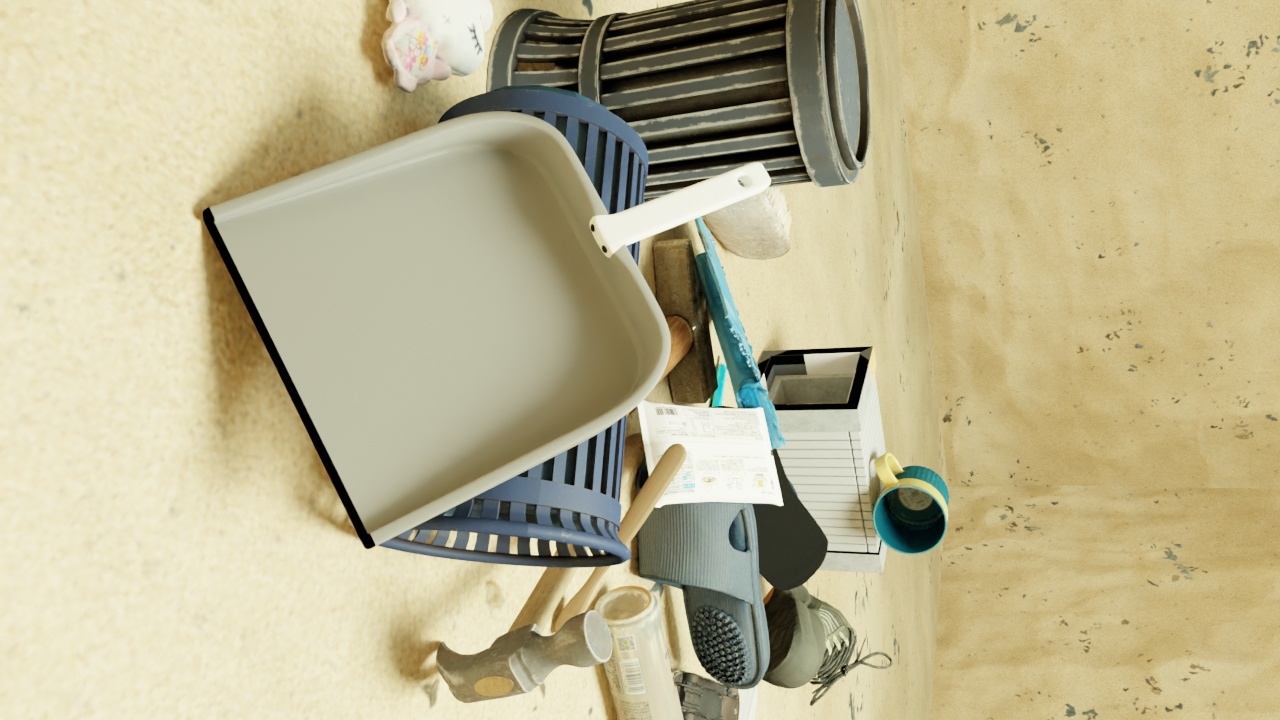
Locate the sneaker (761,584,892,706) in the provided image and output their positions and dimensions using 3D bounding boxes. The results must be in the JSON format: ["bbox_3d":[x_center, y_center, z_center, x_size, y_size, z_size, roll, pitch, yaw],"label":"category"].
[{"bbox_3d":[0.198,0.332,1.024,0.101,0.143,0.237,-55,174,7],"label":"sneaker"}]

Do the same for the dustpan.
[{"bbox_3d":[-0.044,-0.045,0.435,0.257,0.033,0.163,-25,83,-27],"label":"dustpan"}]

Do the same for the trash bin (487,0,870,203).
[{"bbox_3d":[0.035,-0.181,0.642,0.164,0.228,0.164,-2,90,-66],"label":"trash bin"}]

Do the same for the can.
[{"bbox_3d":[-0.001,0.251,0.741,0.054,0.054,0.136,-48,130,-58],"label":"can"}]

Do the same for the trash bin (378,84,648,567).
[{"bbox_3d":[-0.066,-0.019,0.514,0.139,0.139,0.249,39,51,-60],"label":"trash bin"}]

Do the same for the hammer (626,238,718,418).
[{"bbox_3d":[-0.005,0.004,0.775,0.299,0.037,0.158,-43,127,-60],"label":"hammer"}]

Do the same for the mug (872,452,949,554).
[{"bbox_3d":[0.320,0.162,1.101,0.113,0.083,0.107,59,25,4],"label":"mug"}]

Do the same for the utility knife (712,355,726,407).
[{"bbox_3d":[0.086,0.045,1.007,0.022,0.015,0.116,76,21,-56],"label":"utility knife"}]

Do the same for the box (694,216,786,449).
[{"bbox_3d":[0.082,-0.045,0.881,0.231,0.033,0.174,-100,170,-52],"label":"box"}]

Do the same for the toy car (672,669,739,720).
[{"bbox_3d":[0.056,0.327,0.874,0.112,0.041,0.048,33,56,-39],"label":"toy car"}]

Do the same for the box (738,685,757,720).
[{"bbox_3d":[0.093,0.431,0.981,0.209,0.034,0.129,-69,150,-44],"label":"box"}]

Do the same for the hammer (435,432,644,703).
[{"bbox_3d":[-0.041,0.116,0.626,0.031,0.119,0.330,61,20,-12],"label":"hammer"}]

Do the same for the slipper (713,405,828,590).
[{"bbox_3d":[0.107,0.142,0.981,0.109,0.083,0.265,-42,125,-7],"label":"slipper"}]

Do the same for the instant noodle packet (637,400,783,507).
[{"bbox_3d":[0.059,0.076,0.749,0.134,0.026,0.087,6,65,-34],"label":"instant noodle packet"}]

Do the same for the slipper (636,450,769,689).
[{"bbox_3d":[0.050,0.187,0.804,0.082,0.101,0.264,-32,113,-49],"label":"slipper"}]

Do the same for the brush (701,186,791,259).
[{"bbox_3d":[0.094,-0.183,0.958,0.271,0.083,0.056,42,51,-58],"label":"brush"}]

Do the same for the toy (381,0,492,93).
[{"bbox_3d":[-0.117,-0.203,0.535,0.125,0.037,0.076,-75,147,-44],"label":"toy"}]

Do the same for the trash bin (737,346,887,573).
[{"bbox_3d":[0.230,0.127,1.168,0.142,0.143,0.247,-58,139,-52],"label":"trash bin"}]

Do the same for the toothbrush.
[{"bbox_3d":[-0.014,0.133,0.686,0.166,0.016,0.016,-56,162,-11],"label":"toothbrush"}]
